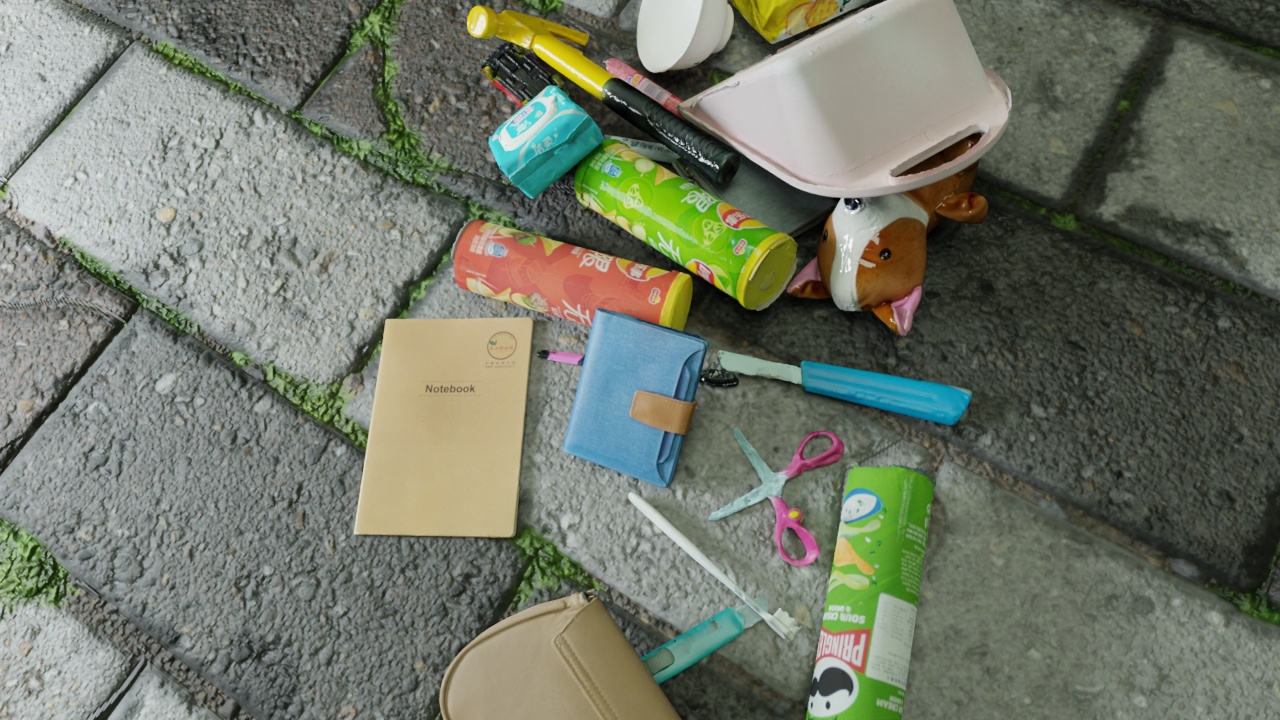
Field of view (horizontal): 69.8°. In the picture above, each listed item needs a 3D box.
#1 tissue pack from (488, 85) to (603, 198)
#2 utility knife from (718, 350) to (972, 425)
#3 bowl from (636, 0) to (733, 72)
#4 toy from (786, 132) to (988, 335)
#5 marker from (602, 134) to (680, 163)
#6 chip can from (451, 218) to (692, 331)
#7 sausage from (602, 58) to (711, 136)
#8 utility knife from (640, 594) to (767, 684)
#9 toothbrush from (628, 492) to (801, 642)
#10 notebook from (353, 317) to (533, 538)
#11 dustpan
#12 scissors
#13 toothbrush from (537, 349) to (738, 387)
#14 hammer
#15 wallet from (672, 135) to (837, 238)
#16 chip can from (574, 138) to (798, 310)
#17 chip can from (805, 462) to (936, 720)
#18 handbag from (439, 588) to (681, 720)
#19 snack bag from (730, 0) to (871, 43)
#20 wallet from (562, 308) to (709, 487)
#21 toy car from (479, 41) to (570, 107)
[{"bbox_3d":[-0.092,-0.208,0.868,0.093,0.050,0.133,-39,29,3],"label":"tissue pack"},{"bbox_3d":[0.173,0.019,0.797,0.218,0.018,0.034,12,73,11],"label":"utility knife"},{"bbox_3d":[0.054,-0.342,0.921,0.064,0.119,0.118,4,64,-31],"label":"bowl"},{"bbox_3d":[0.216,-0.125,0.796,0.140,0.130,0.199,26,84,41],"label":"toy"},{"bbox_3d":[-0.005,-0.209,0.912,0.131,0.018,0.022,14,80,13],"label":"marker"},{"bbox_3d":[-0.063,-0.071,0.838,0.217,0.073,0.073,17,72,15],"label":"chip can"},{"bbox_3d":[0.020,-0.266,0.929,0.156,0.020,0.020,38,78,19],"label":"sausage"},{"bbox_3d":[0.027,0.236,0.737,0.176,0.013,0.029,-29,67,-4],"label":"utility knife"},{"bbox_3d":[0.057,0.164,0.754,0.180,0.016,0.016,38,65,23],"label":"toothbrush"},{"bbox_3d":[-0.177,0.057,0.837,0.148,0.008,0.207,0,69,8],"label":"notebook"},{"bbox_3d":[0.183,-0.225,0.819,0.222,0.273,0.139,-29,105,-6],"label":"dustpan"},{"bbox_3d":[0.119,0.107,0.774,0.134,0.017,0.133,-32,65,-1],"label":"scissors"},{"bbox_3d":[-0.005,0.005,0.829,0.189,0.018,0.014,8,69,12],"label":"toothbrush"},{"bbox_3d":[-0.027,-0.257,0.874,0.301,0.128,0.033,40,121,23],"label":"hammer"},{"bbox_3d":[0.105,-0.163,0.868,0.106,0.037,0.129,-32,70,-15],"label":"wallet"},{"bbox_3d":[0.034,-0.128,0.828,0.221,0.072,0.072,35,77,29],"label":"chip can"},{"bbox_3d":[0.175,0.198,0.700,0.072,0.072,0.235,11,70,12],"label":"chip can"},{"bbox_3d":[-0.047,0.280,0.681,0.147,0.100,0.204,-35,79,-5],"label":"handbag"},{"bbox_3d":[0.184,-0.430,0.929,0.246,0.068,0.158,-27,68,-11],"label":"snack bag"},{"bbox_3d":[-0.005,0.032,0.780,0.106,0.040,0.133,18,103,15],"label":"wallet"},{"bbox_3d":[-0.117,-0.286,0.949,0.106,0.031,0.049,42,80,18],"label":"toy car"}]
